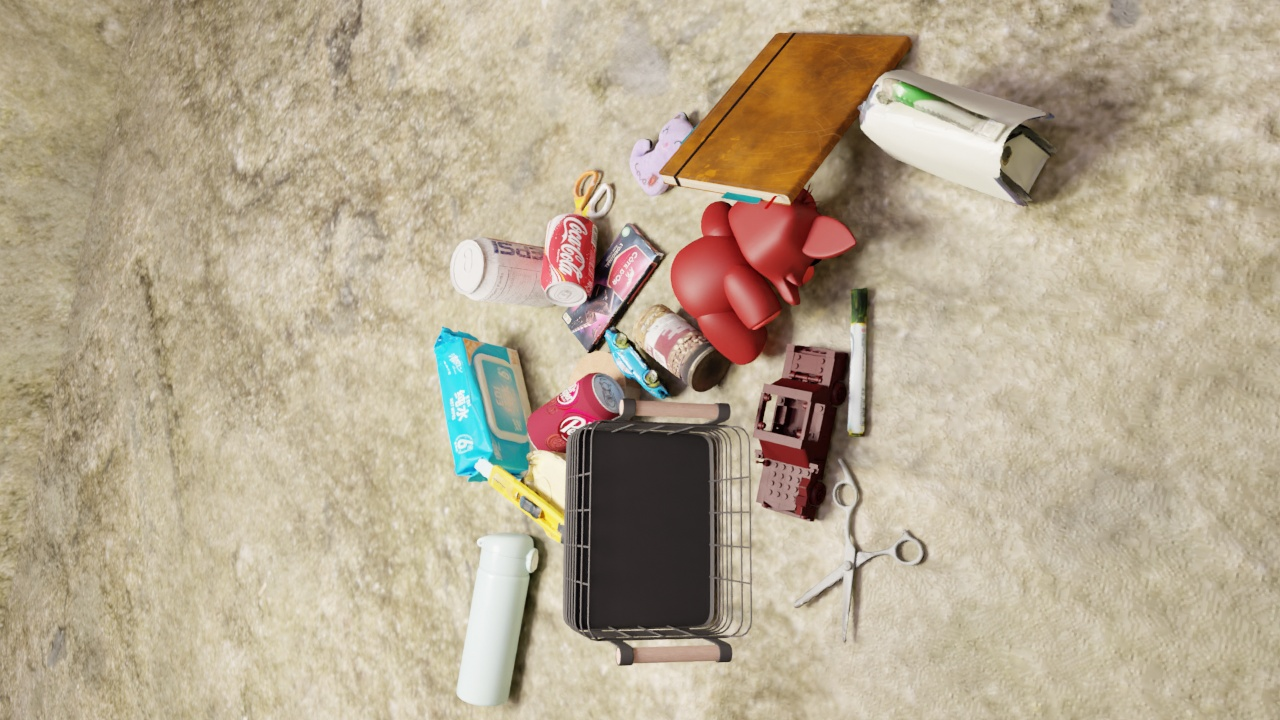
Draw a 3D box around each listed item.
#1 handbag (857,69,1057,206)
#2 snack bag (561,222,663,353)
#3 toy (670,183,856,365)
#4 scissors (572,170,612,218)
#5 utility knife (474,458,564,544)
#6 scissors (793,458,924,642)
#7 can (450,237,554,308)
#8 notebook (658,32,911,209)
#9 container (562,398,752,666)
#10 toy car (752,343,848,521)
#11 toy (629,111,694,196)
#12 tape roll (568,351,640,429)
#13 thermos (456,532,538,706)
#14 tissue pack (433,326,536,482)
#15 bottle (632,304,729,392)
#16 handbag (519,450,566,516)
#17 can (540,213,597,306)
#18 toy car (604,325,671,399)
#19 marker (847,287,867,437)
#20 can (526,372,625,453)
[{"bbox_3d":[0.263,-0.210,0.788,0.151,0.175,0.074,34,102,39],"label":"handbag"},{"bbox_3d":[-0.037,-0.088,1.124,0.155,0.018,0.074,-53,50,18],"label":"snack bag"},{"bbox_3d":[0.121,-0.108,0.927,0.198,0.120,0.158,-43,46,34],"label":"toy"},{"bbox_3d":[-0.077,-0.178,1.178,0.073,0.012,0.131,41,112,34],"label":"scissors"},{"bbox_3d":[-0.131,0.152,1.009,0.175,0.017,0.030,30,103,42],"label":"utility knife"},{"bbox_3d":[0.199,0.179,0.879,0.142,0.014,0.171,-24,66,31],"label":"scissors"},{"bbox_3d":[-0.163,-0.110,1.151,0.078,0.136,0.078,-3,86,43],"label":"can"},{"bbox_3d":[0.133,-0.247,0.926,0.179,0.014,0.248,20,63,41],"label":"notebook"},{"bbox_3d":[0.016,0.166,0.908,0.130,0.162,0.241,150,122,-71],"label":"container"},{"bbox_3d":[0.153,0.069,0.905,0.070,0.061,0.170,11,89,41],"label":"toy car"},{"bbox_3d":[0.028,-0.246,1.085,0.100,0.036,0.080,-48,56,25],"label":"toy"},{"bbox_3d":[-0.044,0.037,1.100,0.094,0.027,0.094,-9,77,39],"label":"tape roll"},{"bbox_3d":[-0.178,0.316,1.138,0.078,0.065,0.207,9,88,18],"label":"thermos"},{"bbox_3d":[-0.195,0.057,1.166,0.066,0.117,0.209,-28,65,27],"label":"tissue pack"},{"bbox_3d":[0.043,-0.015,1.017,0.105,0.056,0.056,40,107,38],"label":"bottle"},{"bbox_3d":[-0.064,0.147,1.037,0.111,0.119,0.081,30,103,39],"label":"handbag"},{"bbox_3d":[-0.087,-0.124,1.126,0.064,0.064,0.104,-21,53,36],"label":"can"},{"bbox_3d":[-0.006,0.006,1.046,0.032,0.048,0.105,-41,73,1],"label":"toy car"},{"bbox_3d":[0.212,0.001,0.897,0.017,0.017,0.146,-4,80,40],"label":"marker"},{"bbox_3d":[-0.075,0.064,1.059,0.114,0.063,0.063,-35,61,30],"label":"can"}]
